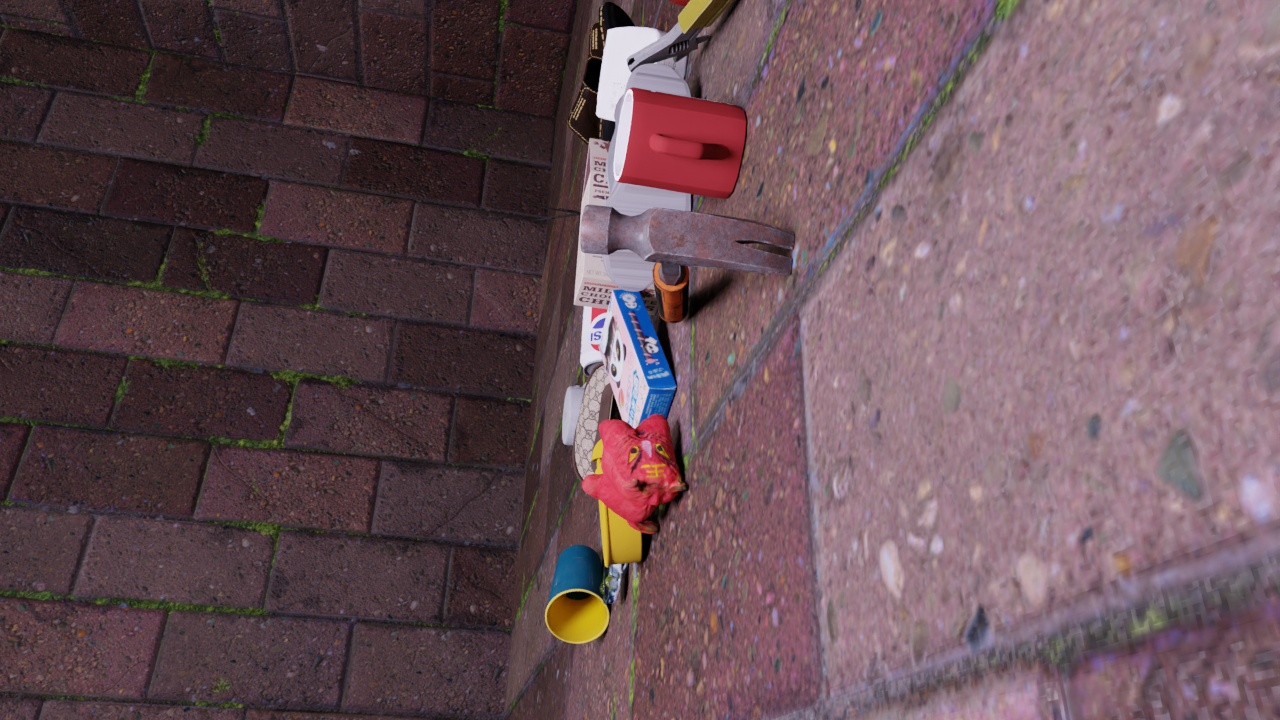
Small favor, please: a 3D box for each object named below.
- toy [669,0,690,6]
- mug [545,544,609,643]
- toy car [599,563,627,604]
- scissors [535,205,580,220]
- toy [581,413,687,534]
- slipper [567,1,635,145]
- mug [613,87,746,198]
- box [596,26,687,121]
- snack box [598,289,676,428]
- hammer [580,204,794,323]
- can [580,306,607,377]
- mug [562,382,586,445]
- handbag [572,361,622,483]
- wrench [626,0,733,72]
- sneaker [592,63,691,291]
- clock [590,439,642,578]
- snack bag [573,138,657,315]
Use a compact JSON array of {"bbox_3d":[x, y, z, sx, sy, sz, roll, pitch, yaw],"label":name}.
[{"bbox_3d":[0.021,-0.475,0.920,0.159,0.140,0.184,171,107,-80],"label":"toy"},{"bbox_3d":[-0.079,0.290,1.165,0.121,0.078,0.078,-99,18,-70],"label":"mug"},{"bbox_3d":[-0.029,0.232,1.041,0.039,0.027,0.089,120,156,-60],"label":"toy car"},{"bbox_3d":[-0.055,-0.195,1.209,0.157,0.171,0.013,-31,-48,-51],"label":"scissors"},{"bbox_3d":[-0.002,0.126,0.855,0.094,0.088,0.133,-124,26,-49],"label":"toy"},{"bbox_3d":[-0.042,-0.324,1.187,0.112,0.076,0.268,2,-92,-60],"label":"slipper"},{"bbox_3d":[0.034,-0.181,0.775,0.116,0.096,0.080,-112,31,-70],"label":"mug"},{"bbox_3d":[0.012,-0.335,1.116,0.152,0.131,0.107,22,106,47],"label":"box"},{"bbox_3d":[-0.006,0.006,0.974,0.154,0.033,0.088,-111,26,-43],"label":"snack box"},{"bbox_3d":[0.038,-0.065,0.734,0.314,0.138,0.035,65,-149,-84],"label":"hammer"},{"bbox_3d":[-0.038,-0.045,1.162,0.070,0.070,0.132,116,158,-62],"label":"can"},{"bbox_3d":[-0.065,0.063,1.242,0.084,0.070,0.113,-129,45,-76],"label":"mug"},{"bbox_3d":[-0.025,0.077,1.077,0.138,0.063,0.166,26,105,61],"label":"handbag"},{"bbox_3d":[0.054,-0.326,0.861,0.274,0.083,0.018,168,83,-74],"label":"wrench"},{"bbox_3d":[0.001,-0.185,0.968,0.089,0.099,0.236,157,121,-81],"label":"sneaker"},{"bbox_3d":[-0.022,0.145,0.963,0.113,0.052,0.152,-109,15,-72],"label":"clock"},{"bbox_3d":[-0.019,-0.165,1.064,0.070,0.094,0.206,119,156,-65],"label":"snack bag"}]
